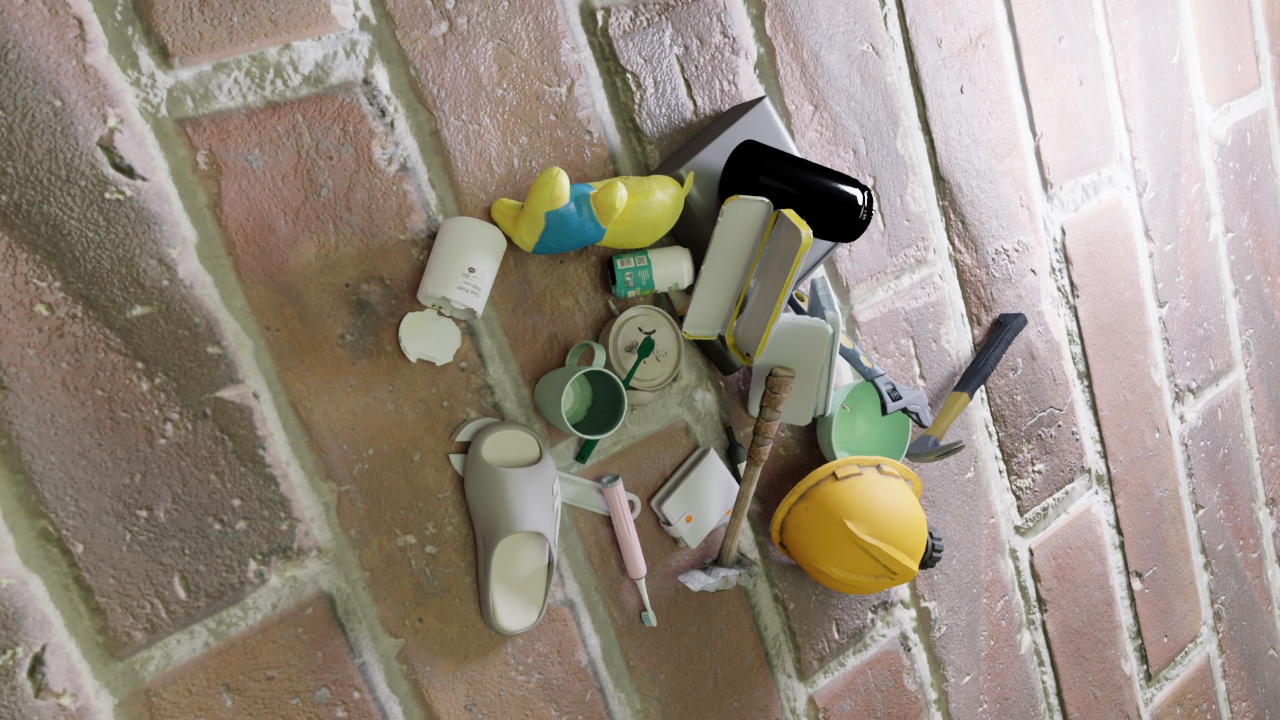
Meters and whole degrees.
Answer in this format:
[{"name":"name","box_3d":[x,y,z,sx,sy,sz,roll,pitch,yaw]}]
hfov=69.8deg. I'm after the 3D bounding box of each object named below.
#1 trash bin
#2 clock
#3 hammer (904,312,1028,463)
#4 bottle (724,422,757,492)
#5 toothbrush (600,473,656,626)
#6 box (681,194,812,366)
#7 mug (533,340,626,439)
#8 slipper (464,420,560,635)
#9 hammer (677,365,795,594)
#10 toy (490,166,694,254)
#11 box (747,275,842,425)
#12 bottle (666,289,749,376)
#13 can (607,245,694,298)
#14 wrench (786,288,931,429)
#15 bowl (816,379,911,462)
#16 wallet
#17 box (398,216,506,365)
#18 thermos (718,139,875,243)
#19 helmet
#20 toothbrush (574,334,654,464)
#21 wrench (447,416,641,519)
[{"name":"trash bin","box_3d":[0.139,-0.195,1.191,0.191,0.098,0.220,-43,111,-21]},{"name":"clock","box_3d":[-0.007,0.007,1.143,0.103,0.061,0.156,8,82,-27]},{"name":"hammer","box_3d":[0.510,0.038,1.423,0.332,0.118,0.025,-46,116,-25]},{"name":"bottle","box_3d":[0.134,0.134,1.252,0.025,0.025,0.106,-26,106,-26]},{"name":"toothbrush","box_3d":[-0.011,0.247,1.169,0.027,0.027,0.223,-56,134,-63]},{"name":"box","box_3d":[0.126,-0.094,1.096,0.117,0.210,0.057,25,40,10]},{"name":"mug","box_3d":[-0.073,0.031,1.080,0.084,0.104,0.111,17,86,-30]},{"name":"slipper","box_3d":[-0.138,0.205,1.055,0.112,0.081,0.266,-5,105,-26]},{"name":"hammer","box_3d":[0.139,0.160,1.193,0.121,0.049,0.319,5,106,-41]},{"name":"toy","box_3d":[-0.047,-0.167,1.057,0.213,0.149,0.084,-5,84,-33]},{"name":"box","box_3d":[0.190,-0.004,1.209,0.127,0.106,0.215,-10,137,-4]},{"name":"bottle","box_3d":[0.069,-0.060,1.191,0.045,0.045,0.184,-47,107,-19]},{"name":"can","box_3d":[0.012,-0.109,1.129,0.101,0.055,0.055,-9,99,-4]},{"name":"wrench","box_3d":[0.301,-0.004,1.273,0.273,0.022,0.073,45,60,5]},{"name":"bowl","box_3d":[0.309,0.097,1.321,0.150,0.077,0.151,-2,95,-30]},{"name":"wallet","box_3d":[0.081,0.193,1.221,0.118,0.037,0.115,-46,119,-20]},{"name":"box","box_3d":[-0.207,-0.072,1.013,0.083,0.093,0.166,26,72,-33]},{"name":"thermos","box_3d":[0.202,-0.199,1.122,0.198,0.086,0.086,12,87,-28]},{"name":"helmet","box_3d":[0.314,0.249,1.260,0.255,0.131,0.206,14,119,-33]},{"name":"toothbrush","box_3d":[-0.031,0.049,1.105,0.016,0.017,0.190,28,113,-7]},{"name":"wrench","box_3d":[-0.108,0.139,1.120,0.273,0.018,0.086,21,83,-31]}]
